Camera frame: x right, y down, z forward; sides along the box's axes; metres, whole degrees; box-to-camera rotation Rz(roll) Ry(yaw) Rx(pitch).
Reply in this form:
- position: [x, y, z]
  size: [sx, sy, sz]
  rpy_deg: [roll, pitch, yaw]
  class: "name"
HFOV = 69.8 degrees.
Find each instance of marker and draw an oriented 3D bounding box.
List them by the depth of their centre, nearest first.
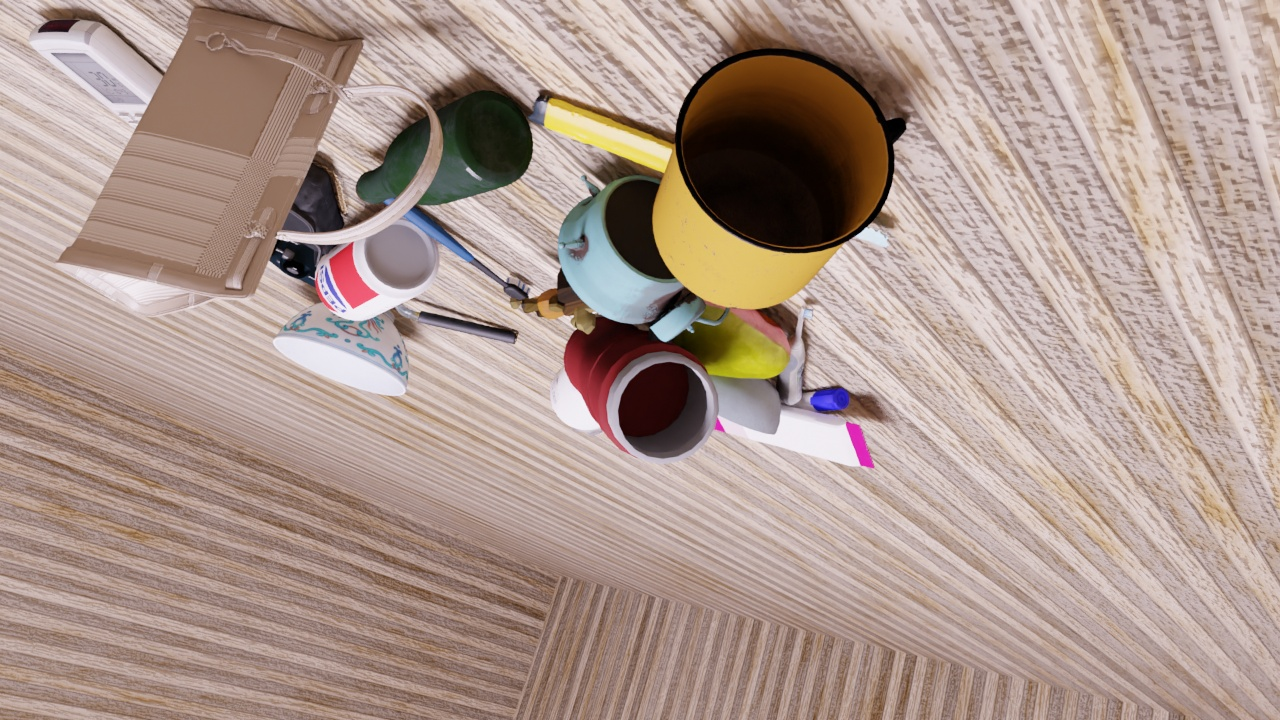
- position: [0.136, 0.042, 0.859]
  size: [0.020, 0.020, 0.142]
  rpy_deg: [28, 159, -28]
  class: "marker"

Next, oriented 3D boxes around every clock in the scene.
- position: [0.009, -0.064, 0.576]
  size: [0.124, 0.089, 0.053]
  rpy_deg: [25, 150, -20]
  class: "clock"

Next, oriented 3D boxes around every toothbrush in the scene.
- position: [0.124, -0.004, 0.742]
  size: [0.024, 0.022, 0.186]
  rpy_deg: [14, 160, 11]
  class: "toothbrush"
- position: [-0.150, -0.093, 0.742]
  size: [0.014, 0.014, 0.167]
  rpy_deg: [-14, 142, 38]
  class: "toothbrush"

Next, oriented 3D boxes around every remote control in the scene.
- position: [-0.354, -0.187, 0.648]
  size: [0.060, 0.025, 0.138]
  rpy_deg: [9, 159, 24]
  class: "remote control"

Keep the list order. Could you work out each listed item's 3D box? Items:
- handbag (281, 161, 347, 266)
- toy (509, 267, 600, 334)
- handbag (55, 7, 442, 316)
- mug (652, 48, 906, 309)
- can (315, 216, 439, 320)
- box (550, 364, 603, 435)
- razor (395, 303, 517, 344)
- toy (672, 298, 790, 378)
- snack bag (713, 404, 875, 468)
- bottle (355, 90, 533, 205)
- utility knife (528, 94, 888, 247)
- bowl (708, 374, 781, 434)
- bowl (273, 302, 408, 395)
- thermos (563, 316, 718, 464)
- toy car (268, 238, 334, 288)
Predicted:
- position: [-0.276, -0.125, 0.714]
  size: [0.079, 0.054, 0.129]
  rpy_deg: [24, 163, -5]
  class: "handbag"
- position: [-0.055, -0.048, 0.704]
  size: [0.100, 0.062, 0.076]
  rpy_deg: [-12, 169, 23]
  class: "toy"
- position: [-0.195, -0.108, 0.505]
  size: [0.198, 0.175, 0.062]
  rpy_deg: [7, 159, 24]
  class: "handbag"
- position: [0.070, -0.087, 0.458]
  size: [0.123, 0.100, 0.094]
  rpy_deg: [-21, 169, -13]
  class: "mug"
- position: [-0.225, -0.076, 0.774]
  size: [0.070, 0.070, 0.132]
  rpy_deg: [28, 159, -28]
  class: "can"
- position: [-0.043, 0.031, 0.904]
  size: [0.089, 0.080, 0.143]
  rpy_deg: [6, 166, -17]
  class: "box"
- position: [-0.194, -0.040, 0.922]
  size: [0.144, 0.022, 0.043]
  rpy_deg: [18, 162, -1]
  class: "razor"
- position: [0.062, -0.016, 0.715]
  size: [0.090, 0.051, 0.110]
  rpy_deg: [26, 163, -29]
  class: "toy"
- position: [0.122, 0.058, 0.861]
  size: [0.197, 0.016, 0.070]
  rpy_deg: [13, 149, 36]
  class: "snack bag"
- position: [-0.139, -0.124, 0.589]
  size: [0.055, 0.055, 0.174]
  rpy_deg: [32, 158, -35]
  class: "bottle"
- position: [0.041, -0.106, 0.532]
  size: [0.223, 0.019, 0.030]
  rpy_deg: [23, 167, -2]
  class: "utility knife"
- position: [0.078, 0.023, 0.795]
  size: [0.106, 0.039, 0.106]
  rpy_deg: [24, -172, -4]
  class: "bowl"
- position: [-0.308, -0.025, 0.985]
  size: [0.144, 0.074, 0.144]
  rpy_deg: [16, 161, 5]
  class: "bowl"
- position: [-0.004, 0.004, 0.713]
  size: [0.084, 0.108, 0.198]
  rpy_deg: [9, -172, -16]
  class: "thermos"
- position: [-0.285, -0.082, 0.850]
  size: [0.112, 0.046, 0.034]
  rpy_deg: [29, 157, -25]
  class: "toy car"
